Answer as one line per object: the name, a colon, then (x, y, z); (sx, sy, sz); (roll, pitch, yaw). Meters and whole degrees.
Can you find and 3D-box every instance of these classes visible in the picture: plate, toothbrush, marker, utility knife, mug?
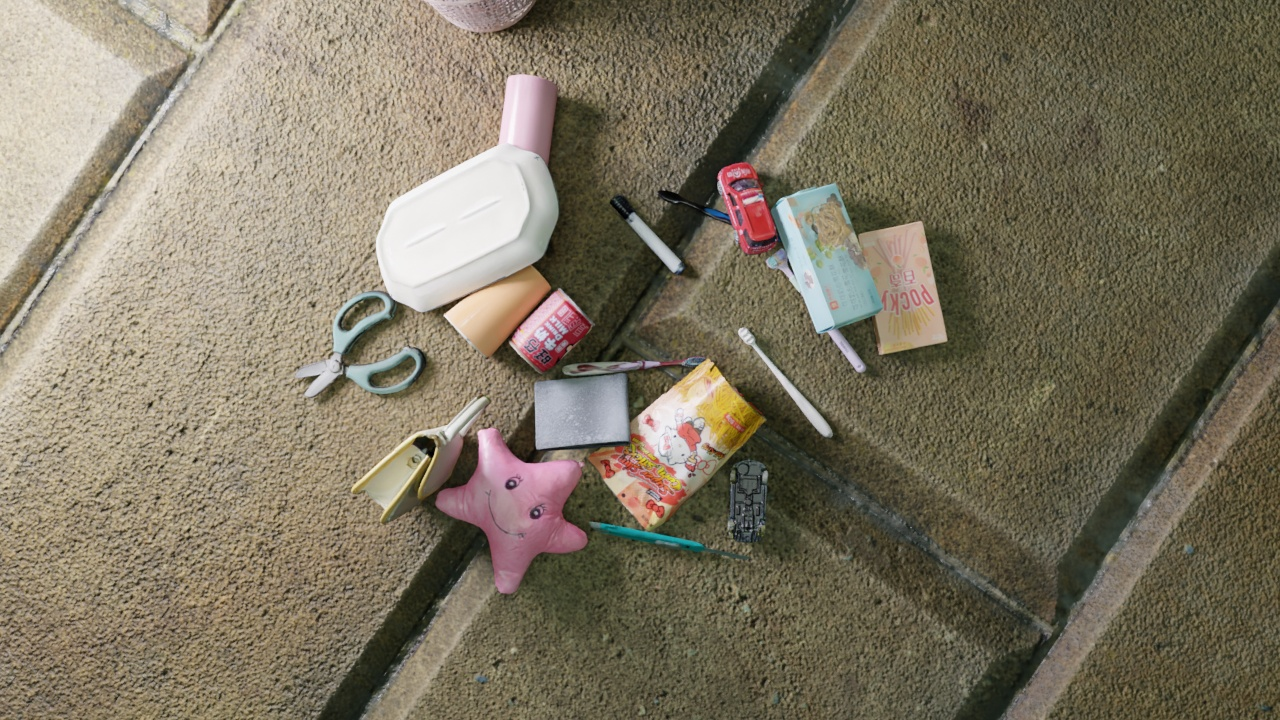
plate: (-0.225, -0.165, 1.128); (0.266, 0.034, 0.162); (-21, 78, 20)
toothbrush: (0.110, -0.182, 1.180); (0.189, 0.016, 0.014); (20, 79, -1)
marker: (0.010, -0.162, 1.177); (0.022, 0.018, 0.130); (-43, 88, -10)
utility knife: (0.037, 0.230, 1.160); (0.209, 0.029, 0.013); (11, 62, 1)
toothbrush: (0.228, -0.061, 1.168); (0.029, 0.021, 0.189); (-38, 90, 19)
toothbrush: (-0.007, 0.007, 1.172); (0.187, 0.017, 0.016); (-3, 87, 0)
mug: (-0.175, -0.070, 1.153); (0.122, 0.078, 0.078); (-43, 88, -5)
toothbrush: (0.185, 0.028, 1.168); (0.016, 0.016, 0.180); (-40, 88, 6)

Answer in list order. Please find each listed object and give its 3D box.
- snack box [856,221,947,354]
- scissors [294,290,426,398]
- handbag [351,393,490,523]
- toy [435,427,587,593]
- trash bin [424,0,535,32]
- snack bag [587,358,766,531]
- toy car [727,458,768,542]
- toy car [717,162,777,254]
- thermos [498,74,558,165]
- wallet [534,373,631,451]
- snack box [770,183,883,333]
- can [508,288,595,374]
snack box: (0.330, -0.091, 1.164); (0.084, 0.026, 0.157); (-12, 88, 1)
scissors: (-0.354, 0.004, 1.180); (0.169, 0.019, 0.177); (42, 88, 1)
handbag: (-0.246, 0.112, 1.102); (0.178, 0.163, 0.063); (-44, 90, -1)
toy: (-0.151, 0.170, 1.143); (0.178, 0.075, 0.194); (-35, 86, -9)
trash bin: (-0.204, -0.502, 1.103); (0.227, 0.192, 0.227); (0, 88, 1)
snack bag: (0.047, 0.105, 1.153); (0.208, 0.073, 0.128); (-43, 88, 7)
toy car: (0.135, 0.176, 1.157); (0.049, 0.031, 0.105); (3, 90, 0)
toy car: (0.136, -0.194, 1.155); (0.053, 0.045, 0.120); (-17, 78, -11)
thermos: (-0.140, -0.253, 1.154); (0.087, 0.067, 0.198); (5, 86, 27)
wallet: (-0.073, 0.065, 1.156); (0.121, 0.019, 0.097); (-5, 62, 2)
snack box: (0.232, -0.127, 1.143); (0.074, 0.052, 0.175); (-19, 86, -18)
can: (-0.112, -0.036, 1.151); (0.094, 0.066, 0.066); (-44, 88, -1)
